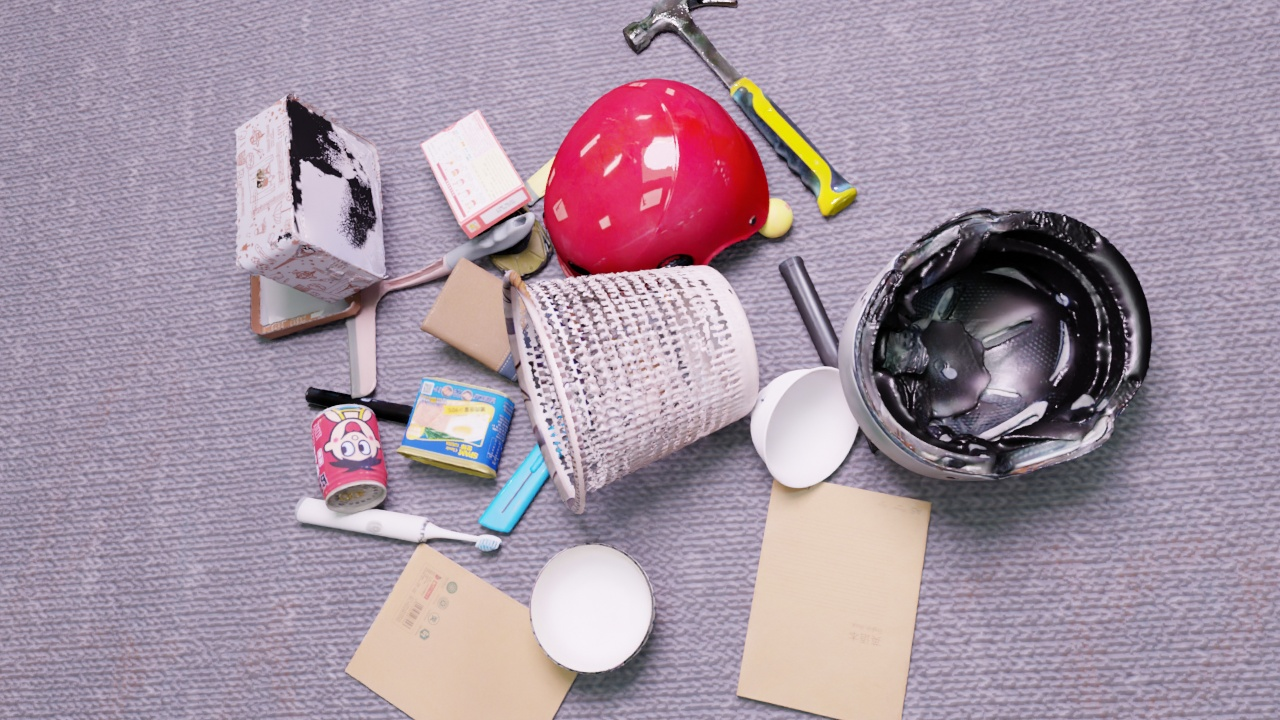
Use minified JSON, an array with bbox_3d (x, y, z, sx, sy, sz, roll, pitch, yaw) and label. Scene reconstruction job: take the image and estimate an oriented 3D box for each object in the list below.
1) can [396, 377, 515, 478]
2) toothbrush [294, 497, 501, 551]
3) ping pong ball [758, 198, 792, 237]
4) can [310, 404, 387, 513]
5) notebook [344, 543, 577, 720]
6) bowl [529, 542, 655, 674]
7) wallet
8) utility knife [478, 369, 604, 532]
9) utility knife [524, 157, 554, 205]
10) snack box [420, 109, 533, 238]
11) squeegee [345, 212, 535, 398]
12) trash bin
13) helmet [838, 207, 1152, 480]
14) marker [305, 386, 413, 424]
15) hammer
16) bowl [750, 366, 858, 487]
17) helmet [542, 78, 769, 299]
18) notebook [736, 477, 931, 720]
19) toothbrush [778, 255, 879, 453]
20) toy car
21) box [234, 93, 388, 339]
[{"bbox_3d":[-0.186,0.068,0.938,0.102,0.057,0.083,12,75,12],"label":"can"},{"bbox_3d":[-0.247,0.169,0.936,0.221,0.026,0.027,7,118,11],"label":"toothbrush"},{"bbox_3d":[0.137,-0.147,0.948,0.040,0.040,0.040,-2,75,9],"label":"ping pong ball"},{"bbox_3d":[-0.295,0.100,0.933,0.066,0.066,0.093,-22,60,3],"label":"can"},{"bbox_3d":[-0.171,0.294,0.899,0.208,0.008,0.147,27,82,15],"label":"notebook"},{"bbox_3d":[-0.041,0.233,0.863,0.116,0.066,0.116,-2,74,8],"label":"bowl"},{"bbox_3d":[-0.155,-0.041,0.940,0.115,0.033,0.090,29,102,-14],"label":"wallet"},{"bbox_3d":[-0.092,0.089,0.937,0.034,0.018,0.204,33,81,17],"label":"utility knife"},{"bbox_3d":[-0.051,-0.247,1.019,0.206,0.021,0.031,-41,76,4],"label":"utility knife"},{"bbox_3d":[-0.176,-0.200,0.970,0.077,0.027,0.155,-31,51,0],"label":"snack box"},{"bbox_3d":[-0.212,-0.105,0.984,0.250,0.040,0.247,-19,68,22],"label":"squeegee"},{"bbox_3d":[-0.006,0.005,0.850,0.192,0.228,0.227,-16,72,-15],"label":"trash bin"},{"bbox_3d":[0.294,-0.004,0.823,0.273,0.157,0.230,-27,85,-18],"label":"helmet"},{"bbox_3d":[-0.297,0.050,0.981,0.132,0.020,0.022,10,91,13],"label":"marker"},{"bbox_3d":[0.121,-0.286,0.994,0.126,0.032,0.323,-37,72,-1],"label":"hammer"},{"bbox_3d":[0.144,0.054,0.873,0.118,0.118,0.065,-53,36,-7],"label":"bowl"},{"bbox_3d":[-0.005,-0.182,0.919,0.240,0.144,0.207,-34,61,6],"label":"helmet"},{"bbox_3d":[0.182,0.221,0.858,0.149,0.012,0.211,10,77,11],"label":"notebook"},{"bbox_3d":[0.190,-0.007,0.910,0.027,0.026,0.212,-26,72,14],"label":"toothbrush"},{"bbox_3d":[-0.157,-0.159,1.003,0.070,0.042,0.158,-38,75,-1],"label":"toy car"},{"bbox_3d":[-0.378,-0.143,0.971,0.194,0.157,0.183,-20,65,22],"label":"box"}]
